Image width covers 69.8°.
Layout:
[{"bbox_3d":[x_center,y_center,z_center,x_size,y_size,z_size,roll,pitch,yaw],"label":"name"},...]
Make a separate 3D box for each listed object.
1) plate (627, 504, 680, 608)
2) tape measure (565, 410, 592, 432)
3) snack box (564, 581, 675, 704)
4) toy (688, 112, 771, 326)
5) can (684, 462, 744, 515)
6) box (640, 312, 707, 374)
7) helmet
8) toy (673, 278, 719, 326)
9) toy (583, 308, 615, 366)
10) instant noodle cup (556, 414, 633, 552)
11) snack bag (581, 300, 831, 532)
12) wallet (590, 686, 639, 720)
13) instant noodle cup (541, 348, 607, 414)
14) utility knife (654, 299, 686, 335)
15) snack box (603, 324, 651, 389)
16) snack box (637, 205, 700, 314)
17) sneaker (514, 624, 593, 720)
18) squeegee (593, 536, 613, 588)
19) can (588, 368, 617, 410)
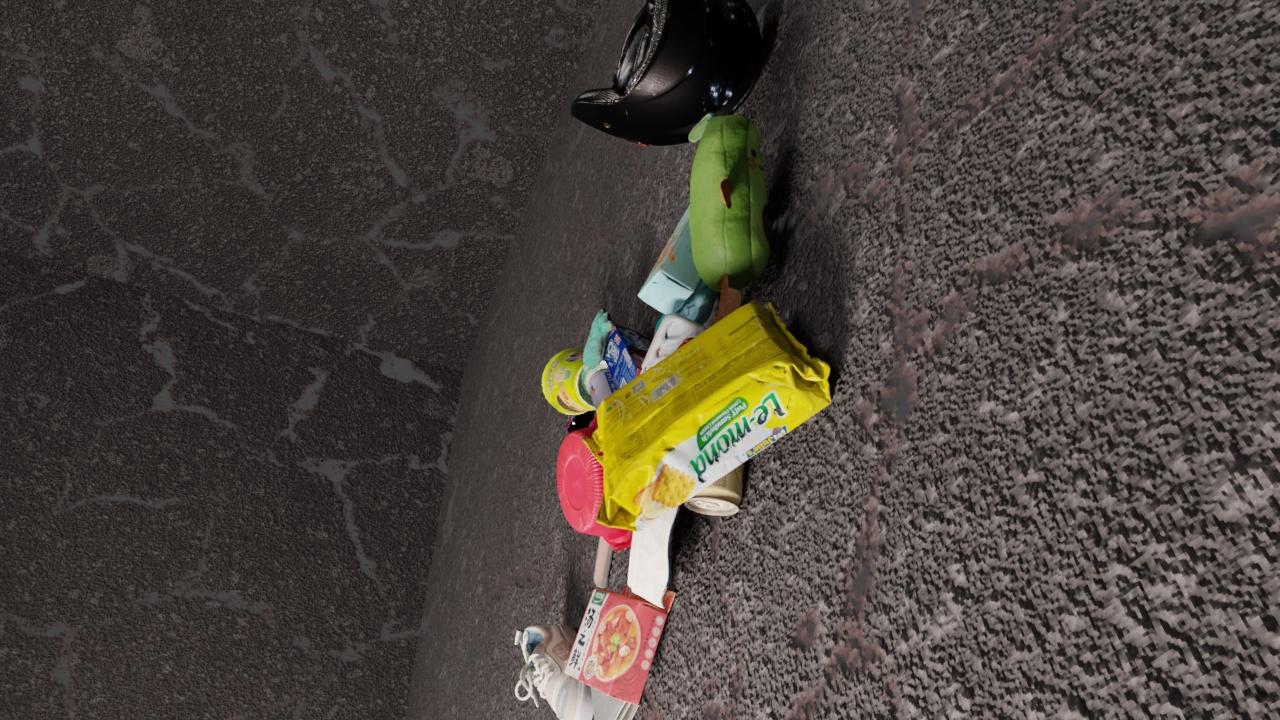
[{"bbox_3d":[0.019,0.158,0.983,0.205,0.045,0.205,10,-94,-87],"label":"plate"},{"bbox_3d":[-0.105,0.102,1.588,0.058,0.039,0.057,-127,54,-77],"label":"tape measure"},{"bbox_3d":[-0.025,0.309,1.040,0.113,0.044,0.127,-9,57,60],"label":"snack box"},{"bbox_3d":[0.098,-0.156,1.009,0.227,0.090,0.246,1,-92,-84],"label":"toy"},{"bbox_3d":[0.078,0.095,0.935,0.059,0.058,0.116,135,147,-60],"label":"can"},{"bbox_3d":[0.023,0.045,1.094,0.098,0.095,0.202,43,121,36],"label":"box"},{"bbox_3d":[0.037,-0.405,1.237,0.275,0.230,0.233,-142,69,-81],"label":"helmet"},{"bbox_3d":[0.057,-0.042,1.147,0.157,0.050,0.161,118,176,-61],"label":"toy"},{"bbox_3d":[-0.062,-0.035,1.380,0.096,0.030,0.092,-177,101,-71],"label":"toy"},{"bbox_3d":[-0.059,0.160,1.222,0.194,0.065,0.194,11,102,60],"label":"instant noodle cup"},{"bbox_3d":[0.052,0.044,0.864,0.247,0.068,0.158,-35,26,9],"label":"snack bag"},{"bbox_3d":[-0.034,0.380,1.090,0.129,0.037,0.107,-103,32,-59],"label":"wallet"},{"bbox_3d":[-0.089,0.036,1.487,0.124,0.111,0.111,1,76,67],"label":"instant noodle cup"},{"bbox_3d":[0.054,-0.077,1.259,0.187,0.013,0.029,130,150,-59],"label":"utility knife"},{"bbox_3d":[-0.008,0.008,1.309,0.207,0.058,0.057,-120,48,-68],"label":"snack box"},{"bbox_3d":[0.063,-0.143,1.134,0.174,0.051,0.074,-62,8,-29],"label":"snack box"},{"bbox_3d":[-0.121,0.421,1.251,0.242,0.090,0.089,-155,80,-73],"label":"sneaker"},{"bbox_3d":[-0.082,0.221,1.399,0.250,0.040,0.247,143,139,-66],"label":"squeegee"},{"bbox_3d":[-0.037,0.069,1.324,0.053,0.053,0.134,-66,27,28],"label":"can"}]
